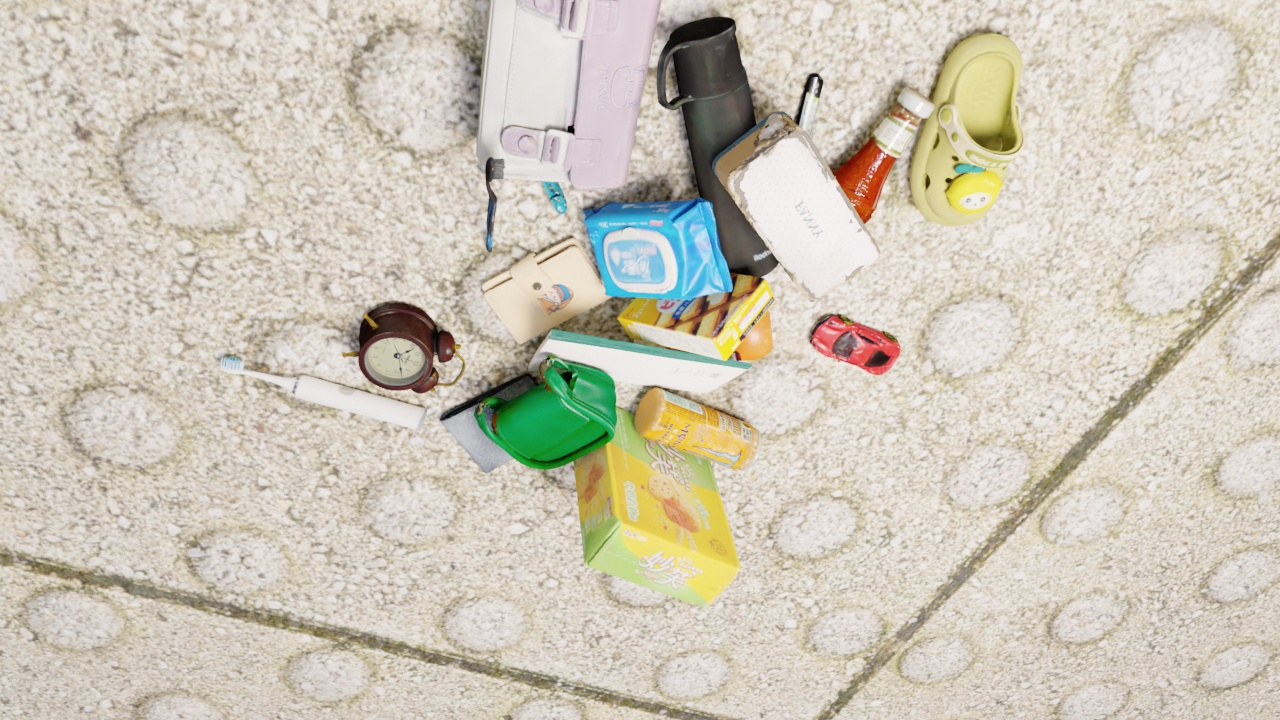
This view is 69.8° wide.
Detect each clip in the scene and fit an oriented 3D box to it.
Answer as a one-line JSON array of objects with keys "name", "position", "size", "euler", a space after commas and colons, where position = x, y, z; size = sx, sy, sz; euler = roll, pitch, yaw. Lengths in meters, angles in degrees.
[{"name": "clip", "position": [-0.085, -0.167, 0.893], "size": [0.014, 0.039, 0.056], "euler": [-18, 131, 8]}]

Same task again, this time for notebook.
[{"name": "notebook", "position": [-0.006, 0.006, 0.971], "size": [0.209, 0.012, 0.151], "euler": [9, 166, -13]}]

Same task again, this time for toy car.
[{"name": "toy car", "position": [0.242, -0.016, 1.034], "size": [0.106, 0.031, 0.049], "euler": [20, 119, -17]}]

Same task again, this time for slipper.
[{"name": "slipper", "position": [0.318, -0.210, 0.877], "size": [0.091, 0.081, 0.191], "euler": [-1, 122, -3]}]

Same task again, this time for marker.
[{"name": "marker", "position": [0.155, -0.217, 0.893], "size": [0.018, 0.015, 0.124], "euler": [4, 121, -11]}]

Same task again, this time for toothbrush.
[{"name": "toothbrush", "position": [-0.135, -0.139, 0.846], "size": [0.016, 0.014, 0.190], "euler": [-12, 166, -13]}, {"name": "toothbrush", "position": [-0.344, 0.035, 1.002], "size": [0.221, 0.026, 0.026], "euler": [18, 110, -17]}]

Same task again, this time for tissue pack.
[{"name": "tissue pack", "position": [0.014, -0.106, 0.887], "size": [0.157, 0.052, 0.095], "euler": [5, 121, 39]}]

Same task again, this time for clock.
[{"name": "clock", "position": [-0.243, -0.009, 0.965], "size": [0.122, 0.055, 0.082], "euler": [24, 118, -24]}]

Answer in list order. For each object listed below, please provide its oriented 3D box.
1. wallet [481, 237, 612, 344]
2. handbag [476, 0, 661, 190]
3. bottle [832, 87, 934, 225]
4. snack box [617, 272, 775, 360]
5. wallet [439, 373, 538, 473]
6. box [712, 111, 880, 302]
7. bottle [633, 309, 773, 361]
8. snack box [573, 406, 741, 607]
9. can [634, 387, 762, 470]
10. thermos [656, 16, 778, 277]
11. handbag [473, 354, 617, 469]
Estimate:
[{"name": "wallet", "position": [-0.099, -0.073, 0.957], "size": [0.115, 0.024, 0.087], "euler": [-25, 123, 12]}, {"name": "handbag", "position": [-0.064, -0.255, 0.794], "size": [0.145, 0.098, 0.197], "euler": [2, 125, -15]}, {"name": "bottle", "position": [0.213, -0.171, 0.905], "size": [0.059, 0.059, 0.206], "euler": [22, 119, -21]}, {"name": "snack box", "position": [0.053, -0.051, 0.907], "size": [0.086, 0.141, 0.034], "euler": [-49, 126, -22]}, {"name": "wallet", "position": [-0.155, 0.073, 1.057], "size": [0.121, 0.019, 0.097], "euler": [-26, 126, 10]}, {"name": "box", "position": [0.149, -0.134, 0.847], "size": [0.090, 0.059, 0.184], "euler": [-34, 125, 9]}, {"name": "bottle", "position": [0.066, -0.026, 0.989], "size": [0.149, 0.066, 0.067], "euler": [-7, 126, 7]}, {"name": "snack box", "position": [0.011, 0.154, 1.015], "size": [0.157, 0.209, 0.070], "euler": [25, 118, -23]}, {"name": "can", "position": [0.067, 0.081, 1.057], "size": [0.146, 0.058, 0.058], "euler": [22, 120, -26]}, {"name": "thermos", "position": [0.071, -0.189, 0.865], "size": [0.089, 0.068, 0.243], "euler": [-30, 126, -17]}, {"name": "handbag", "position": [-0.095, 0.053, 0.980], "size": [0.132, 0.067, 0.120], "euler": [-27, 135, 31]}]
